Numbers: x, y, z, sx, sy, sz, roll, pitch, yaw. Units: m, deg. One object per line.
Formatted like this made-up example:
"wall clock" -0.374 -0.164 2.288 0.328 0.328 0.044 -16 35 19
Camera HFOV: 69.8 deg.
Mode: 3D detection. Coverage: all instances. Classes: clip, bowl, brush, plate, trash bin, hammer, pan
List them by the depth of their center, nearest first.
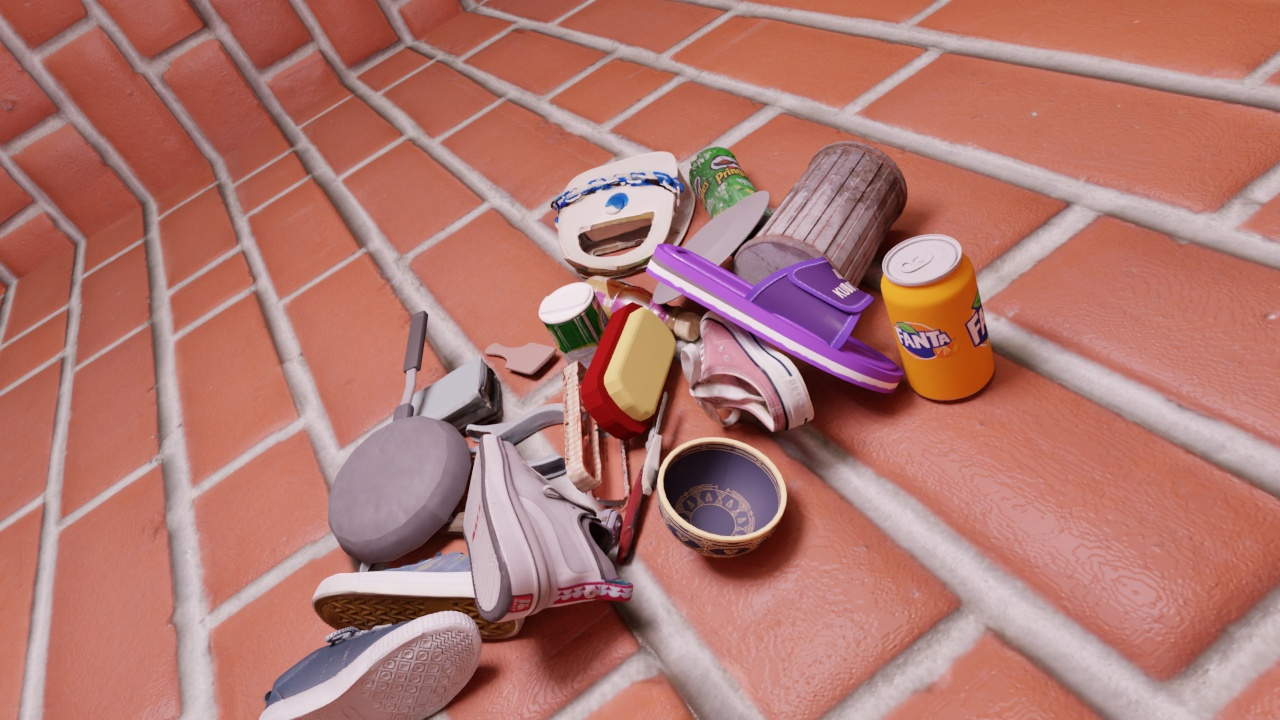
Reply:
"bowl" 0.068 0.130 0.814 0.112 0.061 0.112 4 44 -4
"hammer" -0.159 0.173 0.952 0.318 0.028 0.146 -5 47 29
"brush" -0.006 0.006 0.996 0.042 0.082 0.173 -27 27 35
"trash bin" 0.197 -0.131 1.006 0.131 0.131 0.210 6 46 38
"clip" -0.145 0.112 1.018 0.172 0.029 0.141 -13 37 22
"plate" 0.076 -0.133 1.047 0.179 0.012 0.178 -42 15 14
"pan" -0.278 0.068 1.069 0.179 0.041 0.356 -21 45 16
"brush" -0.160 -0.004 1.187 0.136 0.015 0.049 12 50 49

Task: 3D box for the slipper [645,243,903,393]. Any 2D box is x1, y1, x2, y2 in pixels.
"slipper" 0.139 -0.068 0.878 0.266 0.084 0.107 29 16 15

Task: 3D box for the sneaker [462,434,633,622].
"sneaker" -0.094 0.146 0.853 0.128 0.097 0.263 9 18 -21

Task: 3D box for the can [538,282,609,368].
"can" -0.061 -0.025 1.051 0.067 0.121 0.067 -18 37 14

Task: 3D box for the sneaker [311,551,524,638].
"sneaker" -0.210 0.218 0.887 0.236 0.087 0.079 -7 35 22

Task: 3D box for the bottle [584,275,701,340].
"bottle" 0.000 -0.059 1.108 0.166 0.060 0.059 18 56 36

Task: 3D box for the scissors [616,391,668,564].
"scissors" 0.006 0.107 0.889 0.015 0.179 0.193 18 77 -2

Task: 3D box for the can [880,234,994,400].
"can" 0.268 -0.037 0.827 0.079 0.142 0.079 -18 37 14

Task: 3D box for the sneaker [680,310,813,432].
"sneaker" 0.088 0.015 0.902 0.088 0.118 0.241 -23 20 -3

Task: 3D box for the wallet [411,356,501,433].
"wallet" -0.237 0.058 1.127 0.132 0.054 0.100 -25 28 8

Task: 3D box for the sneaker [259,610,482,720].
"sneaker" -0.245 0.281 0.831 0.236 0.089 0.087 -28 31 7

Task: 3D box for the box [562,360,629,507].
"box" -0.049 0.076 0.966 0.043 0.083 0.186 -33 35 18

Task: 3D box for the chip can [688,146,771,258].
"chip can" 0.120 -0.204 1.195 0.075 0.075 0.223 -24 35 5

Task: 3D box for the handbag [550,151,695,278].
"handbag" -0.028 -0.200 1.281 0.201 0.093 0.199 -13 46 20
